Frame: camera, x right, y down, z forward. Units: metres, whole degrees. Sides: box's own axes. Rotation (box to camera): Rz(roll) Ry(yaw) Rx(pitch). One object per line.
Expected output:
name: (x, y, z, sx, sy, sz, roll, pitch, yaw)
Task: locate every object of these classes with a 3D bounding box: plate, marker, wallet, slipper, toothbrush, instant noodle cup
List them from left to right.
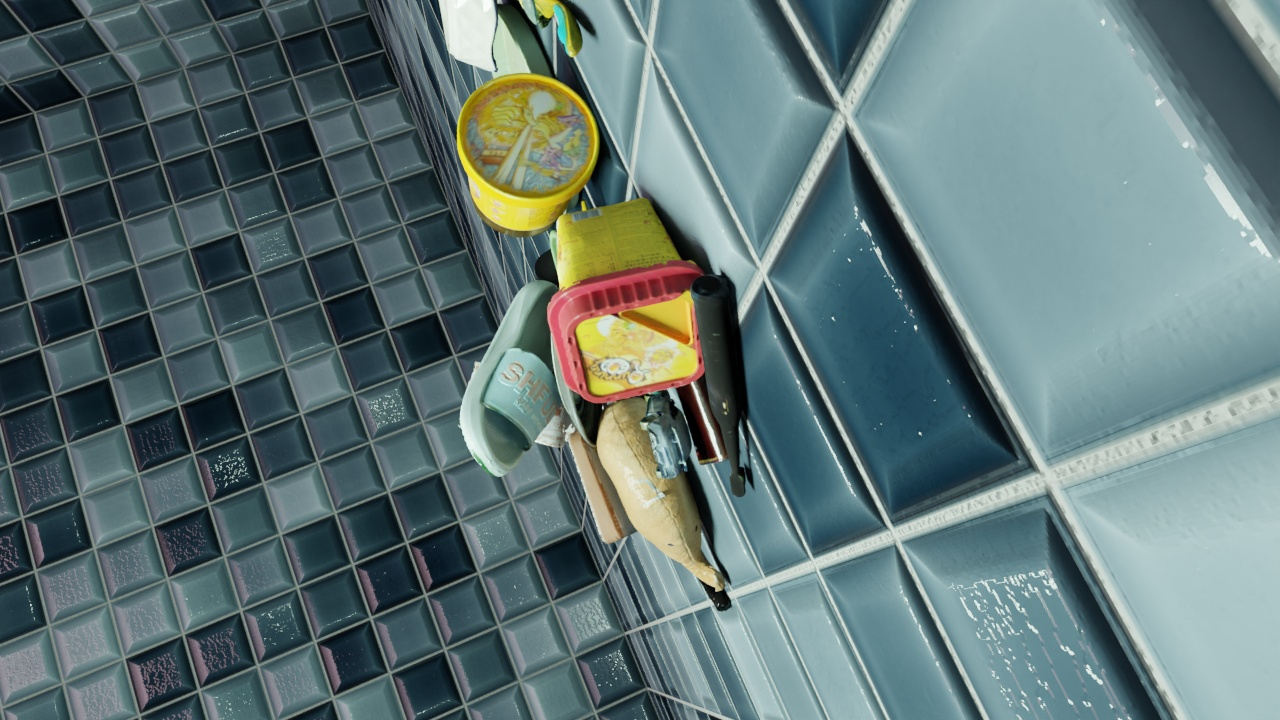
plate: (-0.164, -0.371, 0.837, 0.205, 0.045, 0.205, 173, 91, -78)
instant noodle cup: (-0.102, -0.173, 0.813, 0.115, 0.118, 0.118, 126, 122, -72)
slipper: (-0.116, 0.016, 0.977, 0.104, 0.074, 0.244, 65, -147, -47)
plate: (-0.113, -0.260, 0.962, 0.230, 0.027, 0.230, 158, 90, -78)
plate: (-0.071, 0.005, 0.989, 0.179, 0.024, 0.179, -7, -91, -83)
instant noodle cup: (-0.013, -0.050, 0.690, 0.116, 0.116, 0.123, 80, 176, -48)
wallet: (0.044, 0.029, 0.781, 0.096, 0.020, 0.122, 137, 113, -78)
marker: (0.067, 0.232, 1.048, 0.022, 0.020, 0.132, 39, -170, -41)
toothbrush: (0.063, 0.028, 0.670, 0.027, 0.026, 0.213, -73, -22, -44)

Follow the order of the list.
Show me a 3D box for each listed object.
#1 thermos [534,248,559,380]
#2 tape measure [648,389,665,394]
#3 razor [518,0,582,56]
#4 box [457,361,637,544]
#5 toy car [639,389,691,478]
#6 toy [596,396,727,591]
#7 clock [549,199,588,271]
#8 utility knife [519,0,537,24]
thermos: (-0.088, -0.051, 1.171, 0.243, 0.068, 0.089, 88, -170, -55)
tape measure: (-0.005, 0.005, 0.817, 0.055, 0.025, 0.058, -4, 120, 56)
razor: (-0.067, -0.268, 0.724, 0.043, 0.028, 0.132, 47, -171, -40)
box: (-0.082, 0.097, 1.111, 0.271, 0.133, 0.179, 42, -175, 13)
toy car: (0.024, 0.061, 0.803, 0.120, 0.037, 0.054, -90, -17, -75)
toy: (0.020, 0.143, 0.961, 0.226, 0.082, 0.143, 65, -175, 12)
clock: (-0.034, -0.063, 0.880, 0.116, 0.056, 0.161, 112, 135, -76)
utility knife: (-0.121, -0.358, 0.717, 0.031, 0.021, 0.208, 120, 131, -76)
